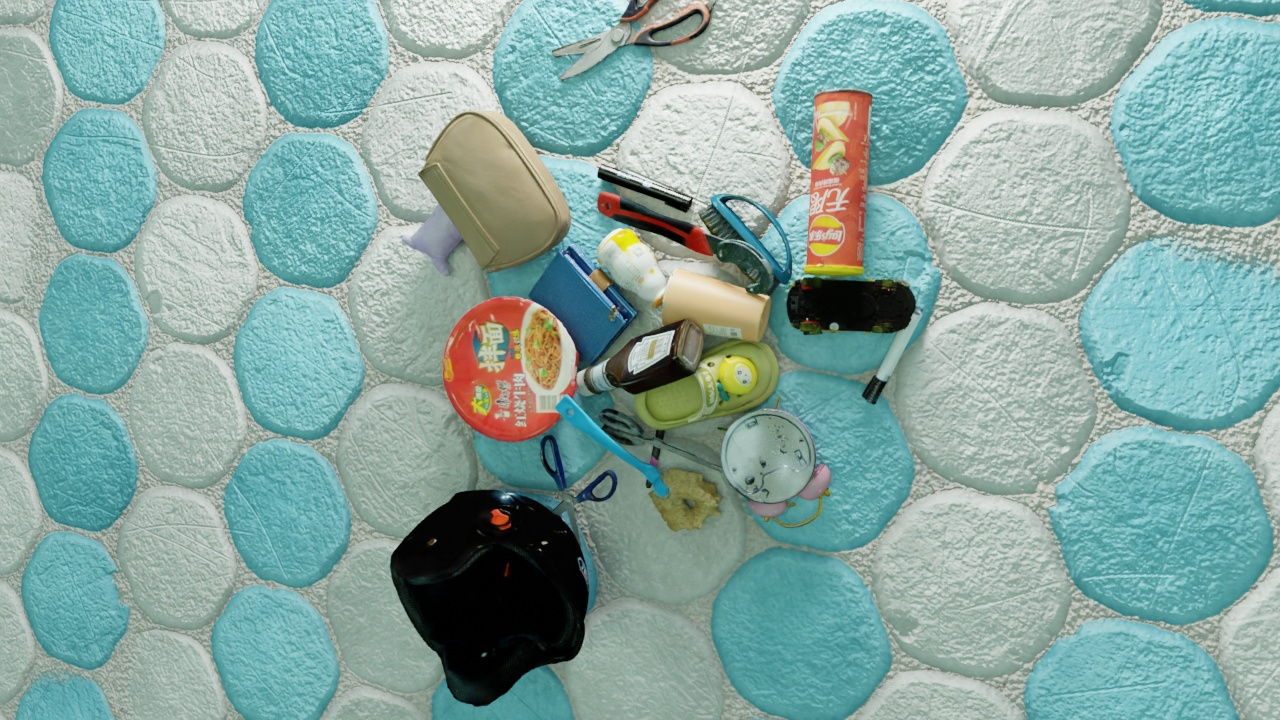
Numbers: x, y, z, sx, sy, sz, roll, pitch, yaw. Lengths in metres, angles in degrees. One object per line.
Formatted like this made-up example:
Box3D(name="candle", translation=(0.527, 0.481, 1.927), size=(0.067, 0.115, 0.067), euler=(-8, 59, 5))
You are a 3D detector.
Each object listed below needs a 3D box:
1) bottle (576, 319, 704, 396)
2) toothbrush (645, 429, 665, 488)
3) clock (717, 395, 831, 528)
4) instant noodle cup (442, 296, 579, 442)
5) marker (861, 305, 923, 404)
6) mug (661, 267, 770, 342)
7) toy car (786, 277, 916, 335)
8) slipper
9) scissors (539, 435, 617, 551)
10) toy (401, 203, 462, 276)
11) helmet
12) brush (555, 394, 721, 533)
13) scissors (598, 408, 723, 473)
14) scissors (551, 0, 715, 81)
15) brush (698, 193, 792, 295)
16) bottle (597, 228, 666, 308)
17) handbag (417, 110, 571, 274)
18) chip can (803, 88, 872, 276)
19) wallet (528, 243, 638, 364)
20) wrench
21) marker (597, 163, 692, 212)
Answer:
Box3D(name="bottle", translation=(-0.007, 0.007, 1.160), size=(0.195, 0.044, 0.079), euler=(-20, 42, 41))
Box3D(name="toothbrush", translation=(0.029, 0.079, 1.206), size=(0.014, 0.017, 0.189), euler=(13, 98, 9))
Box3D(name="clock", translation=(0.171, 0.134, 1.146), size=(0.117, 0.059, 0.158), euler=(-28, 84, 15))
Box3D(name="instant noodle cup", translation=(-0.165, 0.011, 1.233), size=(0.194, 0.065, 0.194), euler=(1, 93, 17))
Box3D(name="marker", translation=(0.307, -0.007, 1.118), size=(0.022, 0.018, 0.131), euler=(20, 101, -19))
Box3D(name="mug", translation=(0.096, -0.065, 1.142), size=(0.123, 0.078, 0.078), euler=(15, 97, 18))
Box3D(name="toy car", translation=(0.255, -0.066, 1.118), size=(0.156, 0.041, 0.071), euler=(2, 94, 18))
Box3D(name="slipper", translation=(0.082, 0.038, 1.148), size=(0.191, 0.081, 0.091), euler=(-20, 97, 10))
Box3D(name="scissors", translation=(-0.090, 0.180, 1.222), size=(0.163, 0.012, 0.173), euler=(-16, 87, 38))
Box3D(name="toy", translation=(-0.267, -0.179, 1.266), size=(0.084, 0.039, 0.108), euler=(42, 97, -2))
Box3D(name="helmet", translation=(-0.180, 0.279, 1.166), size=(0.275, 0.229, 0.234), euler=(0, 123, 20))
Box3D(name="brush", translation=(-0.005, 0.132, 1.181), size=(0.254, 0.045, 0.083), euler=(39, 110, -4))
Box3D(name="scissors", translation=(0.023, 0.103, 1.175), size=(0.175, 0.014, 0.137), euler=(-2, 136, 46))
Box3D(name="scissors", translation=(-0.013, -0.437, 1.190), size=(0.196, 0.015, 0.216), euler=(25, 101, 13))
Box3D(name="brush", translation=(0.139, -0.153, 1.140), size=(0.074, 0.055, 0.144), euler=(-42, 81, 15))
Box3D(name="bottle", translation=(-0.005, -0.117, 1.180), size=(0.063, 0.063, 0.108), euler=(-44, 81, 14))
Box3D(name="handbag", translation=(-0.189, -0.222, 1.207), size=(0.148, 0.099, 0.204), euler=(-32, 94, 17))
Box3D(name="chip can", translation=(0.238, -0.210, 1.099), size=(0.073, 0.073, 0.216), euler=(4, 94, 16))
Box3D(name="wallet", translation=(-0.077, -0.075, 1.210), size=(0.133, 0.040, 0.107), euler=(47, 123, 8))
Box3D(name="wrench", translation=(0.050, -0.156, 1.150), size=(0.273, 0.016, 0.056), euler=(29, 129, 27))
Box3D(name="marker", translation=(0.005, -0.225, 1.194), size=(0.132, 0.020, 0.022), euler=(23, 128, 13))
